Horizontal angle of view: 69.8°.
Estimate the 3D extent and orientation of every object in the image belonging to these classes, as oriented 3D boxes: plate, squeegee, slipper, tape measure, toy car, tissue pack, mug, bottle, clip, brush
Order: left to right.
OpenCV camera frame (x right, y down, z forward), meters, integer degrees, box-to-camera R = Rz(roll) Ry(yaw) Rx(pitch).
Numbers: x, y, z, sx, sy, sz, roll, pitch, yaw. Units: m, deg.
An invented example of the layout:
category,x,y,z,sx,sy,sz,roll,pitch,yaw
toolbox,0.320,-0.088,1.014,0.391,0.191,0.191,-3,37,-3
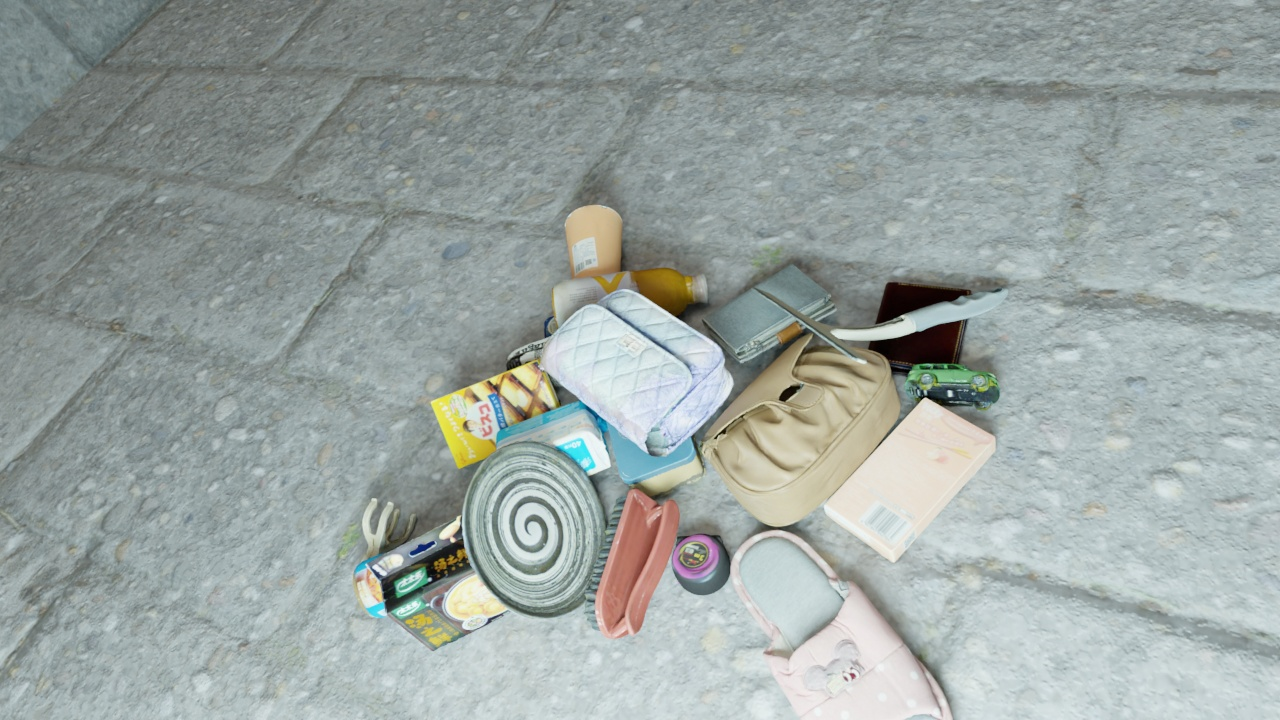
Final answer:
category,x,y,z,sx,sy,sz,roll,pitch,yaw
clip,-0.301,0.200,1.038,0.035,0.092,0.102,9,46,29
bottle,-0.199,0.207,0.987,0.219,0.065,0.065,-25,47,3
plate,-0.106,0.169,0.922,0.024,0.179,0.179,-25,39,44
tissue pack,-0.100,0.102,1.021,0.140,0.063,0.090,-22,24,3
tape measure,-0.097,-0.035,1.169,0.054,0.025,0.058,-16,52,9
mug,-0.059,-0.134,1.202,0.078,0.078,0.122,-14,53,13
bottle,-0.012,-0.076,1.125,0.189,0.068,0.068,-8,49,-1
brush,-0.006,0.203,0.903,0.069,0.063,0.145,-14,46,44
tape measure,0.060,0.200,0.899,0.057,0.039,0.057,-7,46,18
slipper,0.167,0.250,0.800,0.114,0.054,0.274,-32,47,-4
squeegee,0.275,-0.044,0.962,0.246,0.039,0.246,-9,21,-13
toy car,0.315,0.025,0.928,0.091,0.043,0.036,5,55,26

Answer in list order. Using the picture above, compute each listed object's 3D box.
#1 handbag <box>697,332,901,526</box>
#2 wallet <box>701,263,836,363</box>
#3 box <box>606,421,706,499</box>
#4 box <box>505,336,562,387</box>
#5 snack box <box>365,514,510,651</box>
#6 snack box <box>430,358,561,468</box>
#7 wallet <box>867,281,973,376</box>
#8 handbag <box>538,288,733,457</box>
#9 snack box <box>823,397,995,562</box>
category,x,y,z,sx,sy,sz,roll,pitch,yaw
handbag,0.159,0.059,0.927,0.204,0.100,0.148,-44,41,-19
wallet,0.150,-0.051,1.068,0.129,0.037,0.106,-31,37,-5
box,0.011,0.072,1.012,0.090,0.060,0.184,-24,46,5
box,-0.084,0.000,1.108,0.164,0.071,0.057,-17,27,14
snack box,-0.193,0.227,0.927,0.113,0.126,0.053,-27,49,0
snack box,-0.166,0.062,1.081,0.140,0.087,0.033,-21,3,8
wallet,0.304,-0.035,0.999,0.096,0.020,0.122,9,56,23
handbag,-0.006,0.006,0.983,0.134,0.075,0.194,-44,49,-14
snack box,0.262,0.113,0.890,0.157,0.026,0.084,-43,48,-14
